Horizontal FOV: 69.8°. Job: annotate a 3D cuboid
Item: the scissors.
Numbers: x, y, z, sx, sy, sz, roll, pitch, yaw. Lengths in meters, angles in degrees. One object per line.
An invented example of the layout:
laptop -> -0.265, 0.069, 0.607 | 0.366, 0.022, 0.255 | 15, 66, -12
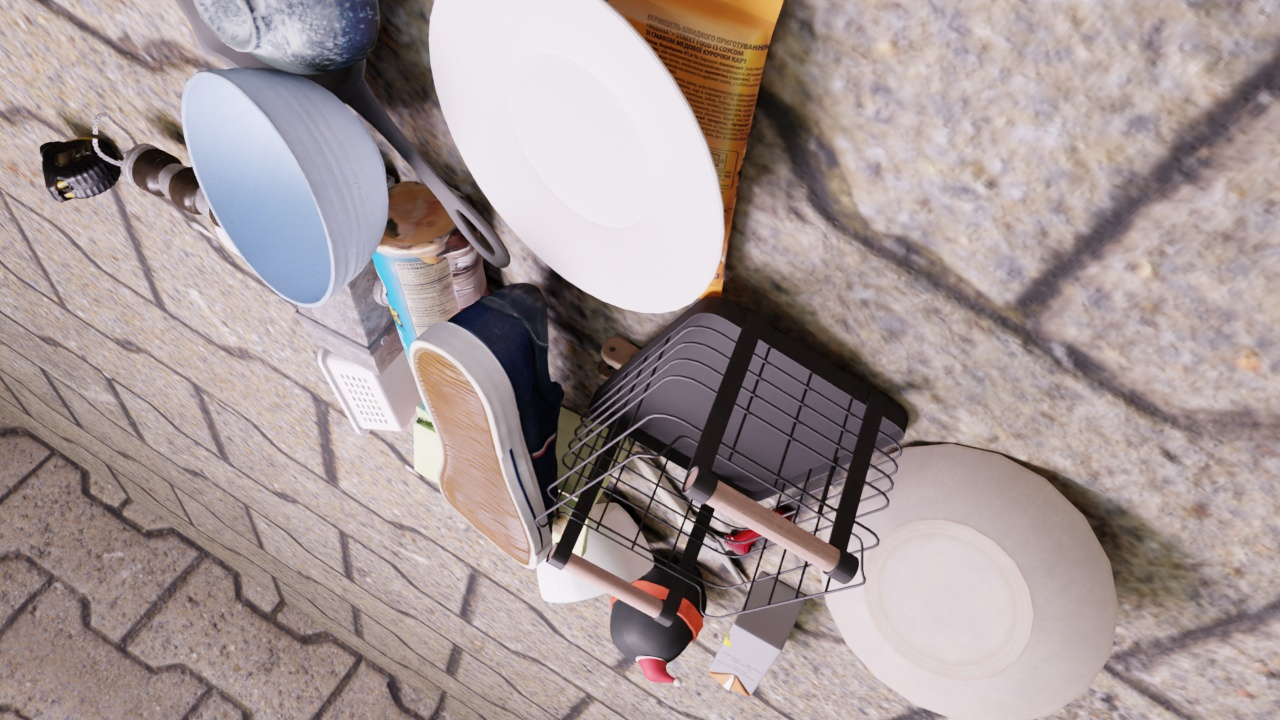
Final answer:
scissors -> 0.057, 0.142, 0.821 | 0.179, 0.015, 0.199 | 37, 149, -6

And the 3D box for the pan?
pan -> -0.195, -0.199, 0.568 | 0.354, 0.024, 0.217 | 50, 145, -14

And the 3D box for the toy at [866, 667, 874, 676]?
toy -> 0.218, 0.195, 0.675 | 0.134, 0.105, 0.108 | 25, 136, 8

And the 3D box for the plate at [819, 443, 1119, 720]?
plate -> 0.199, 0.149, 0.590 | 0.189, 0.027, 0.189 | 8, 104, 33

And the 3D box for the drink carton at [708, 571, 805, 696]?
drink carton -> 0.110, 0.264, 0.880 | 0.048, 0.076, 0.125 | 27, 143, 12

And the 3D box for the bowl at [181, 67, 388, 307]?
bowl -> -0.211, -0.117, 0.578 | 0.151, 0.074, 0.151 | 27, 136, 30

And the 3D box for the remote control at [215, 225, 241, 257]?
remote control -> -0.349, -0.100, 0.873 | 0.136, 0.013, 0.043 | 24, 147, 17

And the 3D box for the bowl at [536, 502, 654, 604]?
bowl -> -0.050, 0.182, 0.889 | 0.117, 0.116, 0.065 | -13, 95, 50

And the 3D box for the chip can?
chip can -> -0.154, -0.035, 0.722 | 0.080, 0.079, 0.230 | 24, 147, 17

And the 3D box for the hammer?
hammer -> -0.332, -0.122, 0.766 | 0.326, 0.079, 0.177 | 25, 147, 16

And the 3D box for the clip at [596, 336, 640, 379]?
clip -> -0.004, 0.002, 0.684 | 0.061, 0.024, 0.041 | 16, 147, 14

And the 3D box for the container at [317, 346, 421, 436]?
container -> -0.247, 0.011, 0.871 | 0.049, 0.080, 0.129 | 11, 143, 15

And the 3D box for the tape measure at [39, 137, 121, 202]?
tape measure -> -0.539, -0.187, 0.883 | 0.038, 0.062, 0.067 | 87, 159, -52

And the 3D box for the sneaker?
sneaker -> -0.094, 0.050, 0.708 | 0.121, 0.127, 0.295 | 31, 145, 22

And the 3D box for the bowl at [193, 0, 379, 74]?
bowl -> -0.205, -0.202, 0.499 | 0.114, 0.060, 0.115 | 26, 145, 20

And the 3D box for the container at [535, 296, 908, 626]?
container -> 0.045, 0.084, 0.621 | 0.163, 0.130, 0.242 | 31, 149, -12

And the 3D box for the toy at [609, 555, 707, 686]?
toy -> 0.013, 0.256, 0.917 | 0.097, 0.119, 0.100 | 41, 142, -17

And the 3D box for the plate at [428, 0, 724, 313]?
plate -> -0.036, -0.114, 0.493 | 0.209, 0.015, 0.209 | 34, 149, 23

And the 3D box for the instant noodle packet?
instant noodle packet -> -0.012, -0.132, 0.501 | 0.160, 0.032, 0.221 | 28, 148, 15

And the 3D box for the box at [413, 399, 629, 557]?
box -> -0.115, 0.086, 0.813 | 0.188, 0.130, 0.064 | 26, -169, 16
